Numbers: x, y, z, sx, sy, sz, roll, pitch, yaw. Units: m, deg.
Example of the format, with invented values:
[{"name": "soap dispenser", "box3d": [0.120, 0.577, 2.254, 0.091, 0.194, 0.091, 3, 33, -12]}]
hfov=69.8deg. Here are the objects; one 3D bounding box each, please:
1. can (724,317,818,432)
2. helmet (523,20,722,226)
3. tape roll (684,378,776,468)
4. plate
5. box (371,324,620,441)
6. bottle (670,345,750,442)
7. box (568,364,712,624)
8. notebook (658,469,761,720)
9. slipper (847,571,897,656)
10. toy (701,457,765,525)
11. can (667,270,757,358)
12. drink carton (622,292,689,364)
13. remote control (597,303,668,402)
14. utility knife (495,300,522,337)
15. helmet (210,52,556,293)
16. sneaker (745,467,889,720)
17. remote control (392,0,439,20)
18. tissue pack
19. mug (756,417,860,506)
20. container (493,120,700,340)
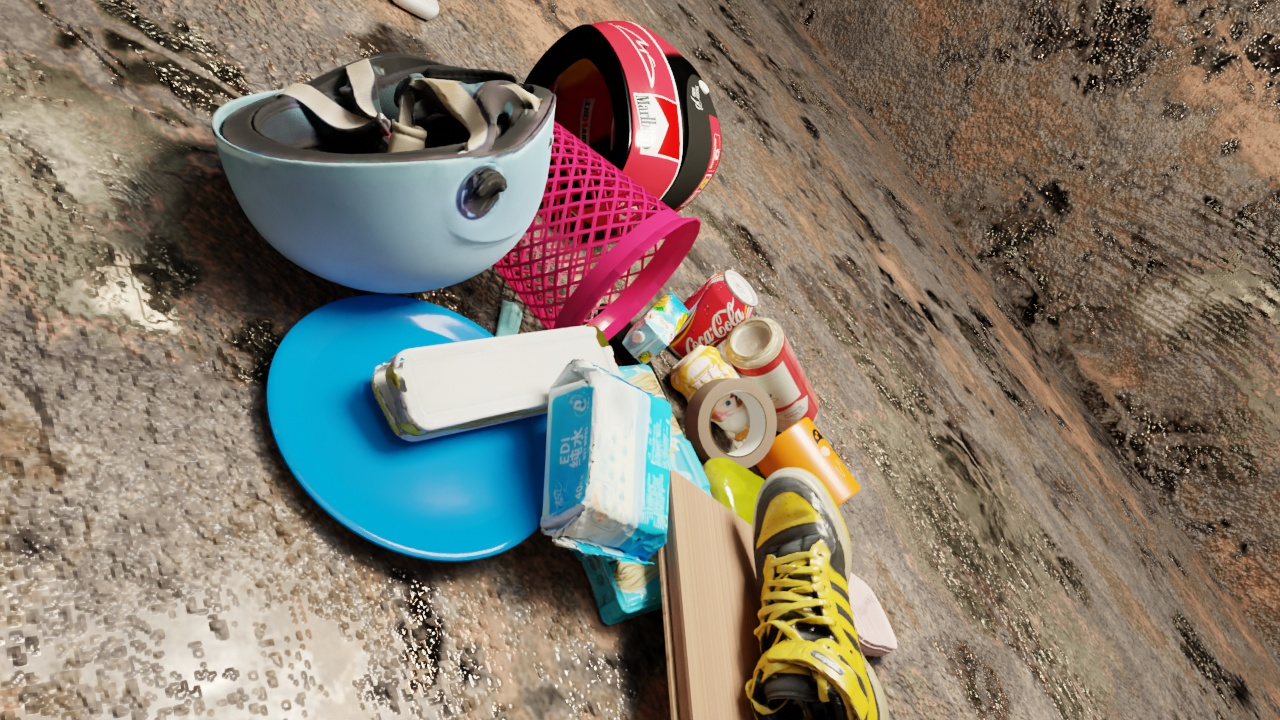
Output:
[{"name": "can", "box3d": [0.153, 0.021, 1.049, 0.170, 0.067, 0.067, 53, 17, -48]}, {"name": "helmet", "box3d": [-0.010, -0.276, 1.110, 0.224, 0.198, 0.270, 9, 56, -49]}, {"name": "tape roll", "box3d": [0.093, 0.065, 0.945, 0.093, 0.030, 0.093, 1, 88, -25]}, {"name": "plate", "box3d": [-0.159, 0.047, 0.667, 0.224, 0.024, 0.223, 24, 41, -24]}, {"name": "box", "box3d": [-0.104, 0.016, 0.703, 0.209, 0.045, 0.065, -10, 75, -47]}, {"name": "bottle", "box3d": [0.084, 0.037, 0.993, 0.109, 0.063, 0.063, 49, 29, 0]}, {"name": "box", "box3d": [-0.005, 0.098, 0.793, 0.181, 0.039, 0.226, -3, 60, -47]}, {"name": "notebook", "box3d": [0.072, 0.212, 0.738, 0.169, 0.022, 0.210, 40, 35, -43]}, {"name": "slipper", "box3d": [0.186, 0.246, 0.878, 0.239, 0.064, 0.094, 39, 25, -54]}, {"name": "toy", "box3d": [0.098, 0.140, 0.897, 0.109, 0.051, 0.090, 19, 42, -46]}, {"name": "can", "box3d": [0.078, -0.050, 1.046, 0.064, 0.105, 0.064, 34, 32, -25]}, {"name": "drink carton", "box3d": [0.018, -0.035, 0.970, 0.038, 0.044, 0.128, 48, 23, -5]}, {"name": "remote control", "box3d": [-0.006, 0.006, 0.953, 0.041, 0.020, 0.151, 10, 47, -52]}, {"name": "utility knife", "box3d": [-0.122, -0.014, 0.822, 0.022, 0.015, 0.120, 27, 35, -18]}, {"name": "helmet", "box3d": [-0.186, -0.138, 0.706, 0.226, 0.167, 0.264, 20, 30, 27]}, {"name": "sneaker", "box3d": [0.125, 0.202, 0.717, 0.122, 0.086, 0.238, 13, 60, -63]}, {"name": "remote control", "box3d": [-0.293, -0.480, 1.147, 0.060, 0.026, 0.138, 15, 43, -45]}, {"name": "tissue pack", "box3d": [-0.026, 0.079, 0.685, 0.092, 0.062, 0.144, 27, 55, -41]}, {"name": "mug", "box3d": [0.182, 0.126, 1.019, 0.096, 0.077, 0.112, 55, -2, 12]}, {"name": "container", "box3d": [-0.087, -0.140, 0.879, 0.226, 0.184, 0.182, 44, 28, 8]}]
